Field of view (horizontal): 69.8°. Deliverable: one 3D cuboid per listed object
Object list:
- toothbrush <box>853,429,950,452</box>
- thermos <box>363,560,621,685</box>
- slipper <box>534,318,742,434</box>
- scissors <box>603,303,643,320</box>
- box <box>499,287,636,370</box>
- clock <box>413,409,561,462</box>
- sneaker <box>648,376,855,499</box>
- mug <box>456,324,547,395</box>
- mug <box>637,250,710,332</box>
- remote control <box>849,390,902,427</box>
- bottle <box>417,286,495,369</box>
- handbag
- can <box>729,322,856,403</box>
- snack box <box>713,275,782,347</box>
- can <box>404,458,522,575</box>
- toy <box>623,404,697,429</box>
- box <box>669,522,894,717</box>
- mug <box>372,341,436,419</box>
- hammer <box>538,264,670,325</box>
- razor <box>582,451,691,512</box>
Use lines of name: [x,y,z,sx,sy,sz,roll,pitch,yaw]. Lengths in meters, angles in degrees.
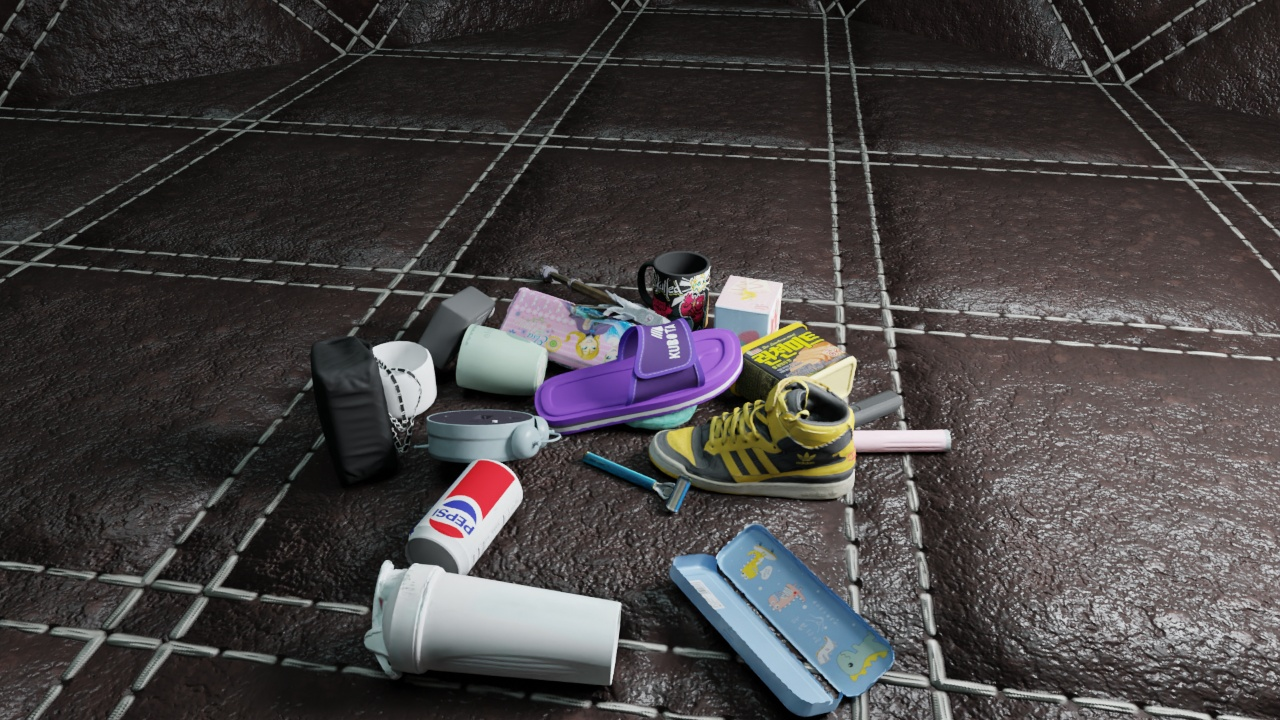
toothbrush: [0.258,0.096,1.100,0.222,0.027,0.026,0,61,0]
thermos: [-0.130,0.241,0.818,0.220,0.099,0.099,7,33,4]
slipper: [-0.007,0.007,1.126,0.266,0.084,0.107,-16,43,2]
scissors: [-0.054,-0.047,1.345,0.176,0.013,0.171,-28,38,-33]
box: [-0.076,-0.022,1.259,0.230,0.071,0.084,19,75,19]
clock: [-0.171,0.086,1.058,0.159,0.045,0.122,2,5,6]
sneaker: [0.128,0.081,1.038,0.239,0.122,0.085,6,31,8]
mug: [-0.178,0.003,1.214,0.104,0.084,0.111,12,5,2]
mug: [0.045,-0.105,1.353,0.118,0.098,0.081,22,39,31]
remote control: [0.266,0.068,1.155,0.146,0.015,0.033,-17,36,-25]
bottle: [-0.246,-0.056,1.276,0.046,0.084,0.173,33,19,-1]
handbag: [-0.319,0.046,1.069,0.114,0.154,0.125,-18,32,-20]
can: [0.198,0.018,1.185,0.130,0.073,0.101,-23,42,-32]
snack box: [0.149,-0.053,1.275,0.079,0.093,0.094,10,33,15]
can: [-0.181,0.165,0.953,0.070,0.070,0.131,12,34,18]
toy: [0.029,0.058,1.160,0.085,0.033,0.105,20,41,38]
box: [0.127,0.242,0.864,0.124,0.043,0.209,-17,36,-27]
mug: [-0.320,0.030,1.171,0.115,0.068,0.094,-20,38,-29]
hammer: [-0.067,-0.098,1.358,0.147,0.028,0.317,22,4,-36]
razor: [-0.008,0.133,1.053,0.144,0.022,0.042,18,73,33]
